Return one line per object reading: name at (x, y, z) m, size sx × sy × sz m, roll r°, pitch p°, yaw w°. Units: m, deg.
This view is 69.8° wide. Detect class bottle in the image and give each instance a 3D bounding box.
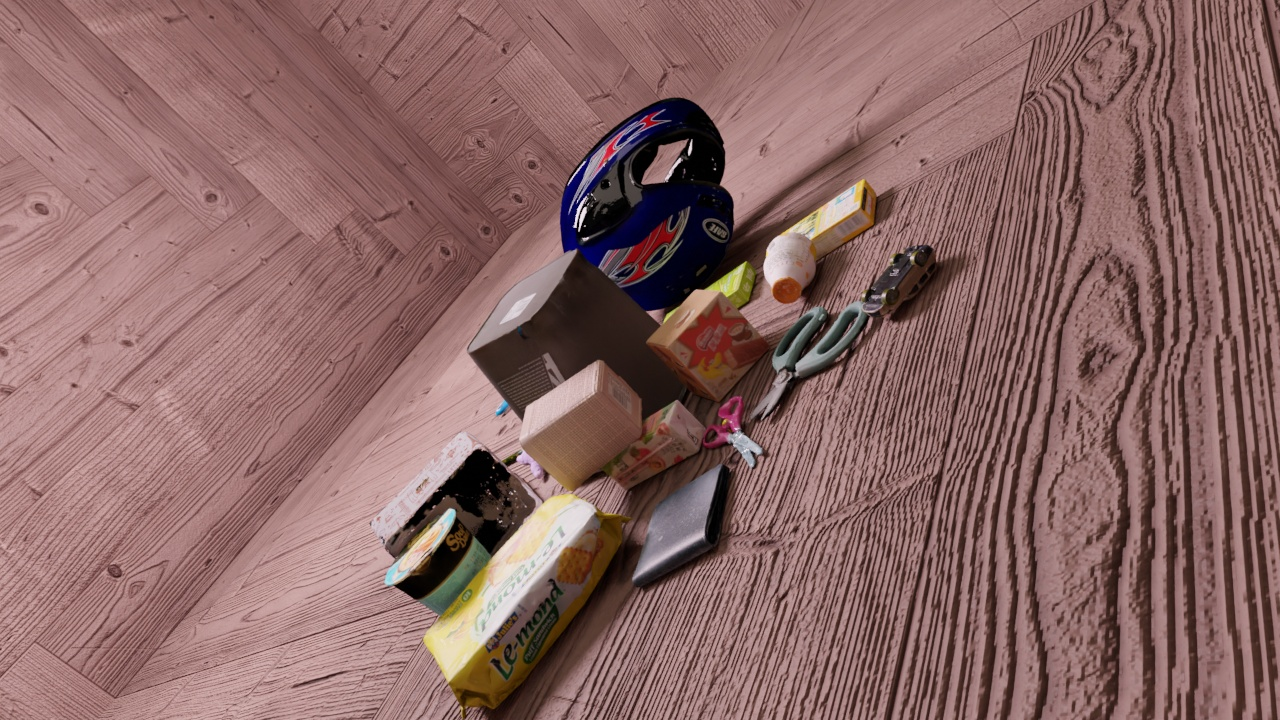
bottle at (0.182, -0.111, 1.122) m, size 0.063 × 0.063 × 0.108 m, roll -33°, pitch 20°, yaw 30°

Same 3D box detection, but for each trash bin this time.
trash bin at (-0.079, 0.002, 1.164) m, size 0.200 × 0.220 × 0.198 m, roll -25°, pitch 28°, yaw 37°

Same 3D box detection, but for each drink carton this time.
drink carton at (0.010, 0.099, 1.034) m, size 0.123 × 0.053 × 0.045 m, roll -33°, pitch 20°, yaw 34°

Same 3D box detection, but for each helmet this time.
helmet at (0.028, -0.218, 1.416) m, size 0.316 × 0.247 × 0.240 m, roll -44°, pitch 58°, yaw 21°

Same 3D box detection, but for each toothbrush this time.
toothbrush at (-0.184, 0.146, 1.437) m, size 0.186 × 0.012 × 0.017 m, roll -31°, pitch 32°, yaw 37°

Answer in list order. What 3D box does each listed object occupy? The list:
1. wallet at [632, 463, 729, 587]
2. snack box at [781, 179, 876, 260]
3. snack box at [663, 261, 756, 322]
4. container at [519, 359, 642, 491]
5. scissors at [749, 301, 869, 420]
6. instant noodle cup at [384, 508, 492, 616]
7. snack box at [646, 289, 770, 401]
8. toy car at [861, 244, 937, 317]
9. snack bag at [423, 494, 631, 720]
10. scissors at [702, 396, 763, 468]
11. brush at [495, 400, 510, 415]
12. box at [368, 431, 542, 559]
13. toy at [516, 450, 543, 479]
wallet at (0.040, 0.158, 0.889) m, size 0.097 × 0.019 × 0.120 m, roll -35°, pitch 17°, yaw 29°
snack box at (0.238, -0.169, 1.188) m, size 0.141 × 0.034 × 0.086 m, roll -31°, pitch 21°, yaw 32°
snack box at (0.093, -0.074, 1.302) m, size 0.157 × 0.026 × 0.085 m, roll -34°, pitch 20°, yaw 31°
container at (-0.062, 0.069, 1.031) m, size 0.111 × 0.090 × 0.089 m, roll -37°, pitch 22°, yaw 19°
scissors at (0.165, -0.001, 0.982) m, size 0.179 × 0.019 × 0.161 m, roll -47°, pitch 18°, yaw -1°
instant noodle cup at (-0.213, 0.253, 1.061) m, size 0.111 × 0.120 × 0.111 m, roll -40°, pitch 16°, yaw 13°
snack box at (0.079, -0.019, 1.085) m, size 0.092 × 0.094 × 0.077 m, roll -46°, pitch 17°, yaw -9°
toy car at (0.258, -0.077, 0.915) m, size 0.090 × 0.035 × 0.042 m, roll -48°, pitch 16°, yaw -12°
snack bag at (-0.119, 0.244, 0.957) m, size 0.246 × 0.068 × 0.158 m, roll -49°, pitch 17°, yaw -15°
scissors at (0.094, 0.085, 0.946) m, size 0.072 × 0.017 × 0.137 m, roll -50°, pitch 21°, yaw 12°
brush at (-0.173, -0.029, 1.716) m, size 0.314 × 0.109 × 0.060 m, roll -37°, pitch 25°, yaw -5°
box at (-0.246, 0.193, 1.212) m, size 0.180 × 0.158 × 0.218 m, roll -47°, pitch 17°, yaw -9°
toy at (-0.127, 0.119, 1.324) m, size 0.108 × 0.039 × 0.084 m, roll -42°, pitch 31°, yaw -10°
